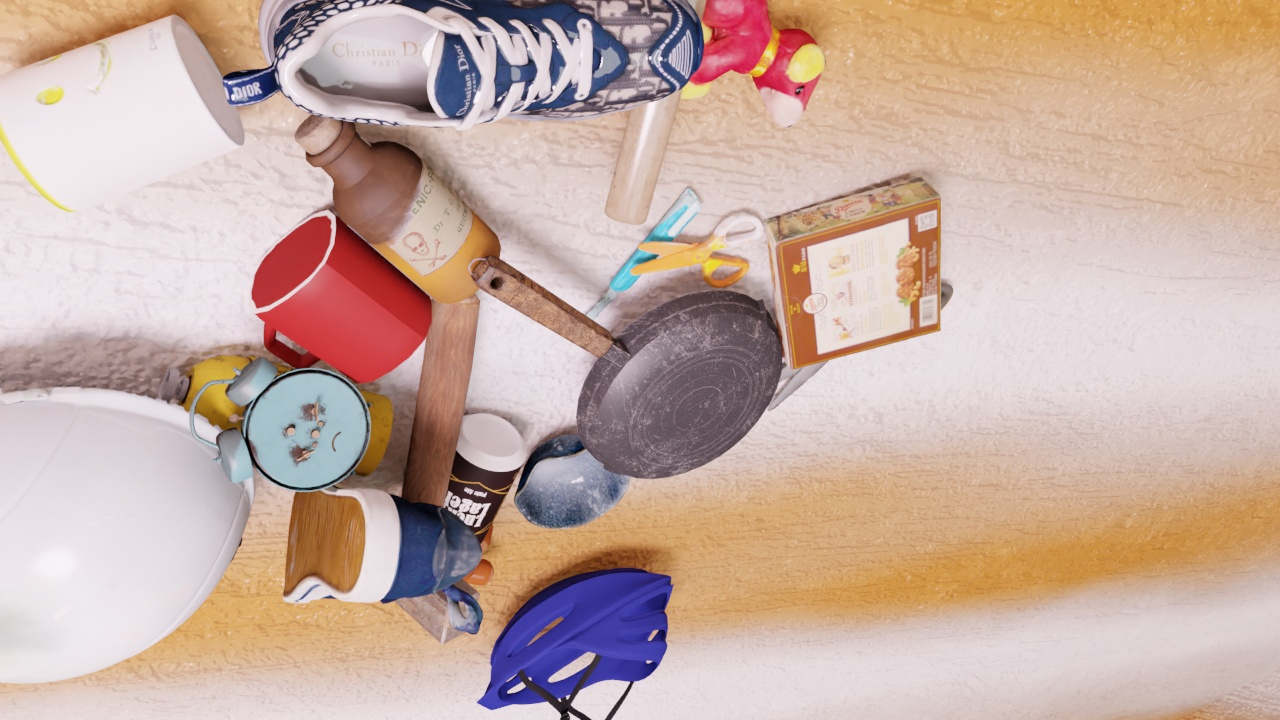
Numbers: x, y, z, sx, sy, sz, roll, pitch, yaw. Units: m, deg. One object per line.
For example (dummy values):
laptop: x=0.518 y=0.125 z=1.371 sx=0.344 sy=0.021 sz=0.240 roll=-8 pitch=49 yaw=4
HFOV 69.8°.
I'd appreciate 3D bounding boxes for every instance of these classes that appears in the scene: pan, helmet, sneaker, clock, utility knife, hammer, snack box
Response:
pan: x=-0.004 y=0.004 z=0.752 sx=0.208 sy=0.040 sz=0.356 roll=-48 pitch=137 yaw=12
helmet: x=-0.053 y=0.342 z=0.975 sx=0.241 sy=0.227 sz=0.148 roll=-25 pitch=144 yaw=2
sneaker: x=-0.092 y=-0.171 z=0.530 sx=0.269 sy=0.132 sz=0.103 roll=-1 pitch=123 yaw=-6
helmet: x=-0.415 y=0.136 z=0.656 sx=0.264 sy=0.163 sz=0.236 roll=-21 pitch=139 yaw=21
clock: x=-0.258 y=0.046 z=0.660 sx=0.124 sy=0.053 sz=0.090 roll=16 pitch=82 yaw=-35
sneaker: x=-0.211 y=0.157 z=0.747 sx=0.127 sy=0.120 sz=0.295 roll=10 pitch=166 yaw=-34
utility knife: x=-0.006 y=-0.078 z=0.762 sx=0.022 sy=0.015 sz=0.158 roll=30 pitch=112 yaw=-39
hammer: x=-0.181 y=0.074 z=0.773 sx=0.037 sy=0.158 sz=0.301 roll=-15 pitch=128 yaw=-50
snack box: x=0.190 y=-0.073 z=0.811 sx=0.147 sy=0.041 sz=0.143 roll=-15 pitch=129 yaw=0
hammer: x=0.028 y=-0.236 z=0.578 sx=0.119 sy=0.030 sz=0.332 roll=12 pitch=120 yaw=-8

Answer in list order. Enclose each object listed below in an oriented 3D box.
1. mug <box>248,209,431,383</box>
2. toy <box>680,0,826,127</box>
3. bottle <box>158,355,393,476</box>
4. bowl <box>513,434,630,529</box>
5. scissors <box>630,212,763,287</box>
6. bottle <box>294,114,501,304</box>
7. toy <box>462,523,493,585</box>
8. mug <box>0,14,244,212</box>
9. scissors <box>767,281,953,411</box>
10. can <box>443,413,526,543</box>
mug: x=-0.228 y=-0.036 z=0.666 sx=0.116 sy=0.080 sz=0.096 roll=-31 pitch=135 yaw=16
toy: x=0.066 y=-0.224 z=0.637 sx=0.137 sy=0.067 sz=0.106 roll=15 pitch=121 yaw=-18
bottle: x=-0.285 y=0.039 z=0.718 sx=0.163 sy=0.071 sz=0.071 roll=20 pitch=120 yaw=-35
bowl: x=-0.069 y=0.108 z=0.877 sx=0.110 sy=0.055 sz=0.111 roll=-12 pitch=133 yaw=-13
scissors: x=0.049 y=-0.096 z=0.757 sx=0.133 sy=0.012 sz=0.084 roll=2 pitch=129 yaw=-38
bottle: x=-0.169 y=-0.109 z=0.631 sx=0.068 sy=0.067 sz=0.157 roll=-35 pitch=134 yaw=10
toy: x=-0.199 y=0.207 z=0.920 sx=0.095 sy=0.065 sz=0.128 roll=18 pitch=130 yaw=-25
mug: x=-0.301 y=-0.144 z=0.535 sx=0.106 sy=0.082 sz=0.083 roll=-22 pitch=135 yaw=-3
scissors: x=0.193 y=-0.034 z=0.885 sx=0.225 sy=0.016 sz=0.166 roll=-31 pitch=134 yaw=6
can: x=-0.157 y=0.113 z=0.834 sx=0.071 sy=0.072 sz=0.129 roll=10 pitch=126 yaw=-29
